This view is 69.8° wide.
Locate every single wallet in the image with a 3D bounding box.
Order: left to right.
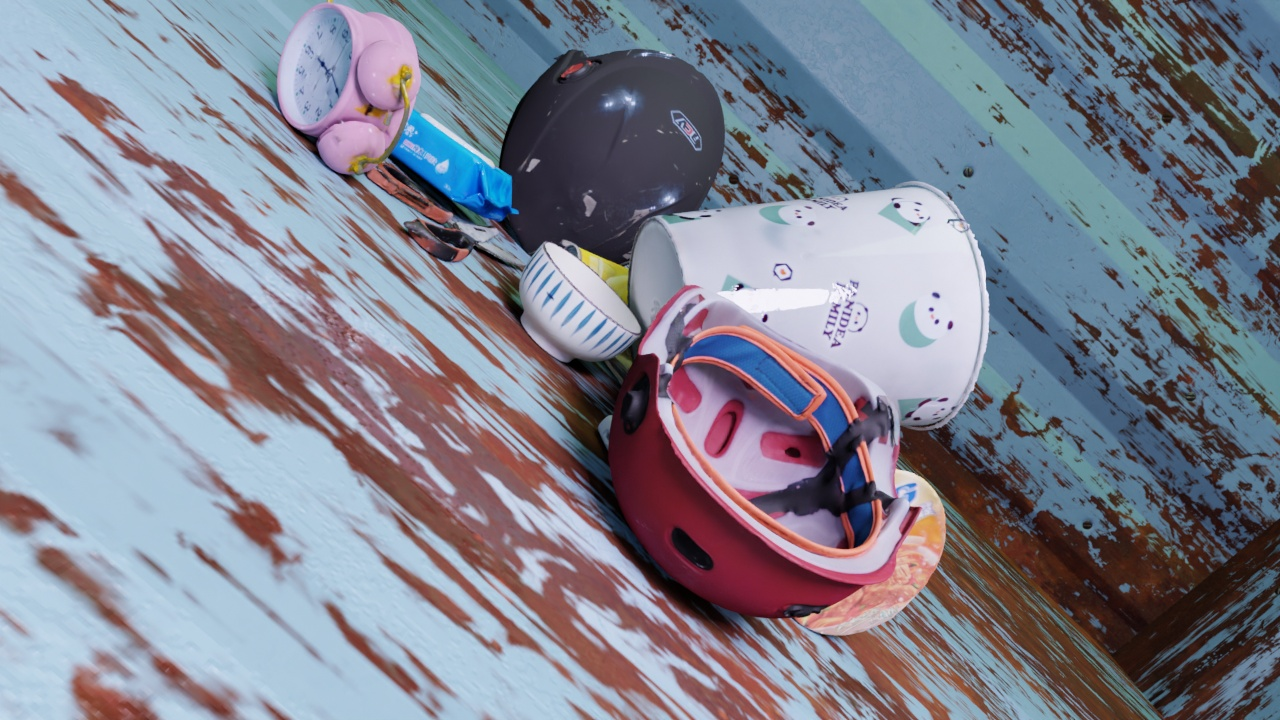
[{"bbox_3d":[-0.006,0.005,0.944,0.087,0.024,0.115,45,13,20],"label":"wallet"}]

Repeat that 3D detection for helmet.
[{"bbox_3d":[-0.037,-0.224,1.059,0.233,0.275,0.229,47,36,-29],"label":"helmet"},{"bbox_3d":[0.065,0.082,0.614,0.207,0.144,0.239,28,34,-12],"label":"helmet"}]

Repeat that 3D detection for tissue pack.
[{"bbox_3d":[-0.189,-0.197,0.911,0.157,0.052,0.095,37,7,9],"label":"tissue pack"}]

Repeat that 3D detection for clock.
[{"bbox_3d":[-0.227,-0.214,0.727,0.158,0.117,0.059,47,22,28],"label":"clock"}]

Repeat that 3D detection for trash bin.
[{"bbox_3d":[0.132,-0.041,0.817,0.251,0.230,0.229,-4,31,-16],"label":"trash bin"}]

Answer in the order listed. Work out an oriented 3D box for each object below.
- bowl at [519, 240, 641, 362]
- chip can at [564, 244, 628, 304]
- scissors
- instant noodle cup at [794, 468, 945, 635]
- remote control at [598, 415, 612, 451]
[{"bbox_3d":[-0.062,-0.041,0.799,0.116,0.066,0.116,42,12,-11],"label":"bowl"},{"bbox_3d":[0.009,-0.048,0.934,0.213,0.072,0.072,21,21,-29],"label":"chip can"},{"bbox_3d":[-0.172,-0.122,0.836,0.224,0.015,0.189,37,13,-32],"label":"scissors"},{"bbox_3d":[0.159,0.134,0.768,0.151,0.151,0.111,38,5,-29],"label":"instant noodle cup"},{"bbox_3d":[0.021,0.090,0.731,0.136,0.020,0.056,36,13,-36],"label":"remote control"}]
